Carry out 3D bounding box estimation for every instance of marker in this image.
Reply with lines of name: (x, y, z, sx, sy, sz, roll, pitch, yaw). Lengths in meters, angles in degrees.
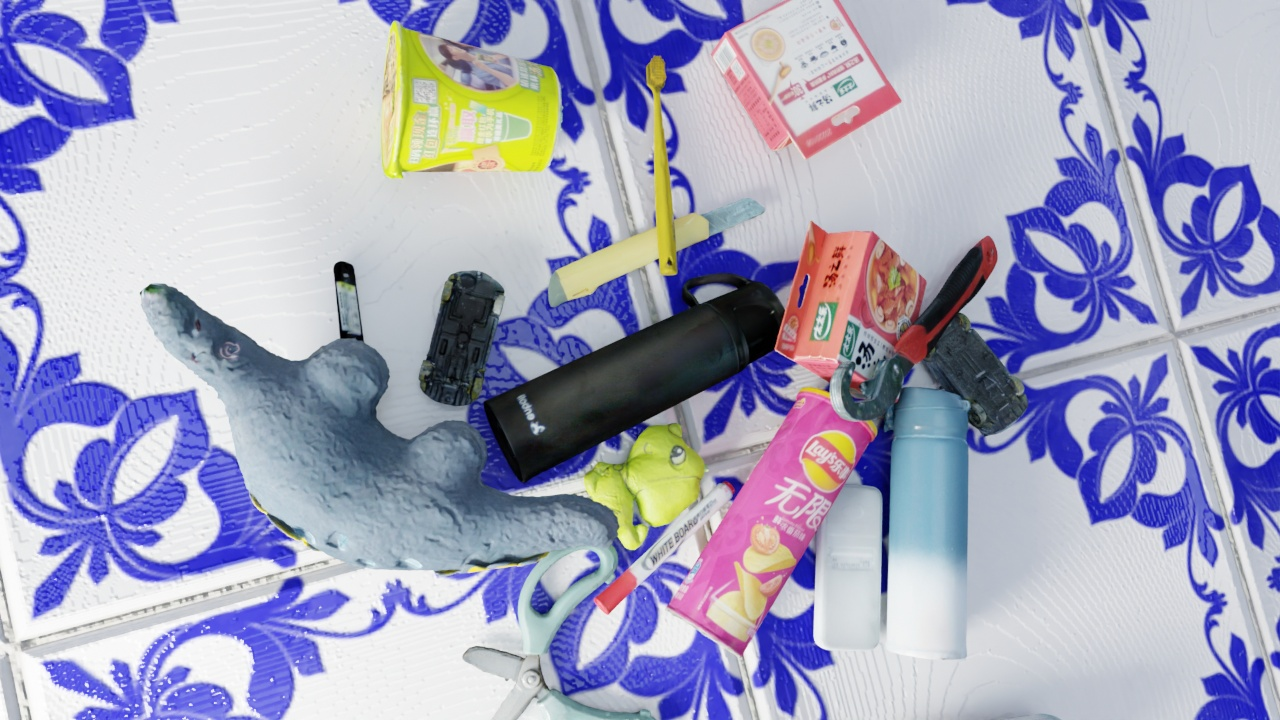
marker: (0.021, 0.145, 0.721, 0.145, 0.017, 0.017, -39, 93, -24)
marker: (-0.218, -0.016, 0.694, 0.018, 0.015, 0.124, -7, 82, -16)

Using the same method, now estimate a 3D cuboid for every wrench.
wrench: (0.237, -0.030, 0.762, 0.272, 0.016, 0.056, -38, 114, -35)

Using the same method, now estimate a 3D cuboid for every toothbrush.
toothbrush: (0.018, -0.163, 0.757, 0.015, 0.017, 0.190, -1, 78, -10)

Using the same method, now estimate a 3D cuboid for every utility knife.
utility knife: (0.014, -0.095, 0.757, 0.204, 0.021, 0.031, -24, 94, -9)

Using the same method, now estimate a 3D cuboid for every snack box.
snack box: (0.175, -0.038, 0.747, 0.127, 0.044, 0.113, 26, 76, -43)
snack box: (0.143, -0.244, 0.793, 0.113, 0.044, 0.127, -32, 90, -16)

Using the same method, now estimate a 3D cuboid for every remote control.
remote control: (0.172, 0.171, 0.763, 0.056, 0.020, 0.136, 4, 83, -12)

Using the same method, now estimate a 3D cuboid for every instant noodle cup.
instant noodle cup: (-0.127, -0.188, 0.693, 0.123, 0.112, 0.111, 2, 83, -21)

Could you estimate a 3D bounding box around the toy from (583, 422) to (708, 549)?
toy: (0.005, 0.099, 0.725, 0.100, 0.031, 0.096, -4, 84, -10)

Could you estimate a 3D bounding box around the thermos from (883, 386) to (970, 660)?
thermos: (0.238, 0.132, 0.763, 0.070, 0.070, 0.220, 5, 81, -13)

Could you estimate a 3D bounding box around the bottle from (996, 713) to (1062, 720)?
bottle: (0.266, 0.331, 0.742, 0.189, 0.068, 0.068, -2, 84, -14)

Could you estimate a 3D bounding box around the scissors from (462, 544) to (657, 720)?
scissors: (-0.043, 0.226, 0.705, 0.171, 0.019, 0.169, 27, 79, -9)

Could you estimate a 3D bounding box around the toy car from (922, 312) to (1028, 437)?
toy car: (0.285, 0.009, 0.803, 0.054, 0.037, 0.120, -33, 82, -15)

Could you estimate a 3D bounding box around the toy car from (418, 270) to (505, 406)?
toy car: (-0.136, -0.017, 0.704, 0.049, 0.031, 0.105, 16, 81, -12)

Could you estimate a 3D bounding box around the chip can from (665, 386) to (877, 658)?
chip can: (0.104, 0.125, 0.725, 0.071, 0.071, 0.210, 36, 77, -7)

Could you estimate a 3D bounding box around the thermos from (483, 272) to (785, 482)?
thermos: (-0.004, 0.004, 0.723, 0.242, 0.069, 0.090, -26, 59, -17)

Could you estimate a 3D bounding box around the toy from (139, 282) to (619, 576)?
toy: (-0.194, 0.071, 0.638, 0.356, 0.091, 0.138, 31, 108, -6)
